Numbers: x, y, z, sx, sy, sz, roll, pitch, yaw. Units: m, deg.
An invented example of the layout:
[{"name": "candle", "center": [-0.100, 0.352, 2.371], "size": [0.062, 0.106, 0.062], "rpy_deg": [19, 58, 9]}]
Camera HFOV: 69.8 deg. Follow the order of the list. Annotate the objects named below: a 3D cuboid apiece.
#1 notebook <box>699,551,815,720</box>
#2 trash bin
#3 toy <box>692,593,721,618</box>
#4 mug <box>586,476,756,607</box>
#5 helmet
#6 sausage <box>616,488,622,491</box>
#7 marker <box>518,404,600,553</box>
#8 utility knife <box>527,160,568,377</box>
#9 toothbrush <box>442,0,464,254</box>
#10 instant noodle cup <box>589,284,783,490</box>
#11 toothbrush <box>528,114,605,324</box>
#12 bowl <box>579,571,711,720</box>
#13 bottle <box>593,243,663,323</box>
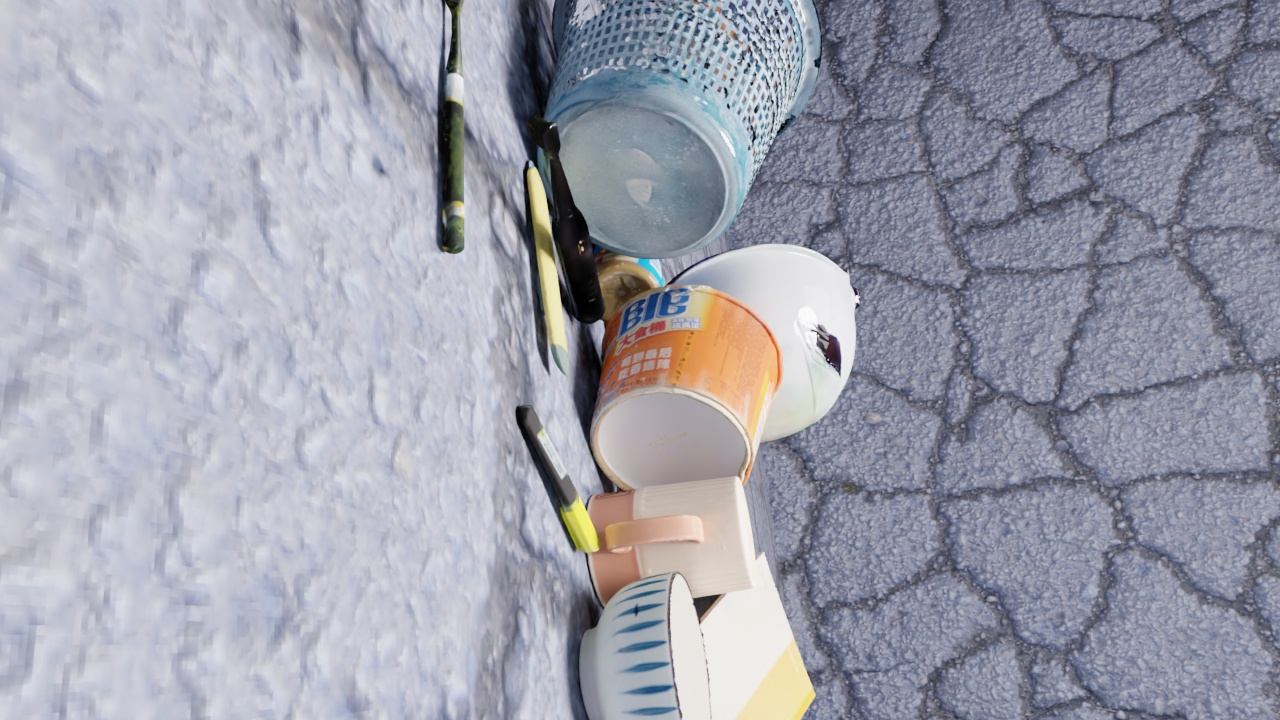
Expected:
[{"name": "notebook", "center": [0.067, 0.264, 0.703], "size": [0.205, 0.010, 0.146], "rpy_deg": [-34, 108, -47]}, {"name": "trash bin", "center": [0.016, -0.193, 0.702], "size": [0.227, 0.227, 0.194], "rpy_deg": [71, 26, -43]}, {"name": "toy", "center": [0.080, 0.302, 0.794], "size": [0.137, 0.092, 0.356], "rpy_deg": [-27, 108, -52]}, {"name": "mug", "center": [0.020, 0.123, 0.632], "size": [0.114, 0.106, 0.081], "rpy_deg": [55, 27, -68]}, {"name": "helmet", "center": [0.108, 0.003, 0.900], "size": [0.259, 0.229, 0.145], "rpy_deg": [98, -17, -72]}, {"name": "sausage", "center": [-0.003, 0.172, 0.702], "size": [0.021, 0.021, 0.165], "rpy_deg": [51, 31, -70]}, {"name": "marker", "center": [-0.050, 0.074, 0.559], "size": [0.018, 0.015, 0.124], "rpy_deg": [-88, 162, -52]}, {"name": "utility knife", "center": [-0.062, -0.068, 0.618], "size": [0.031, 0.018, 0.162], "rpy_deg": [64, 20, -70]}, {"name": "toothbrush", "center": [-0.101, -0.139, 0.486], "size": [0.017, 0.012, 0.185], "rpy_deg": [48, 33, -61]}, {"name": "instant noodle cup", "center": [0.031, 0.033, 0.704], "size": [0.111, 0.151, 0.151], "rpy_deg": [-73, 153, -51]}, {"name": "toothbrush", "center": [-0.047, -0.085, 0.598], "size": [0.027, 0.026, 0.213], "rpy_deg": [42, -16, 21]}, {"name": "bowl", "center": [0.001, 0.195, 0.573], "size": [0.116, 0.066, 0.116], "rpy_deg": [-10, 89, -80]}, {"name": "bottle", "center": [-0.011, -0.112, 0.815], "size": [0.218, 0.065, 0.065], "rpy_deg": [-88, 164, -54]}]
